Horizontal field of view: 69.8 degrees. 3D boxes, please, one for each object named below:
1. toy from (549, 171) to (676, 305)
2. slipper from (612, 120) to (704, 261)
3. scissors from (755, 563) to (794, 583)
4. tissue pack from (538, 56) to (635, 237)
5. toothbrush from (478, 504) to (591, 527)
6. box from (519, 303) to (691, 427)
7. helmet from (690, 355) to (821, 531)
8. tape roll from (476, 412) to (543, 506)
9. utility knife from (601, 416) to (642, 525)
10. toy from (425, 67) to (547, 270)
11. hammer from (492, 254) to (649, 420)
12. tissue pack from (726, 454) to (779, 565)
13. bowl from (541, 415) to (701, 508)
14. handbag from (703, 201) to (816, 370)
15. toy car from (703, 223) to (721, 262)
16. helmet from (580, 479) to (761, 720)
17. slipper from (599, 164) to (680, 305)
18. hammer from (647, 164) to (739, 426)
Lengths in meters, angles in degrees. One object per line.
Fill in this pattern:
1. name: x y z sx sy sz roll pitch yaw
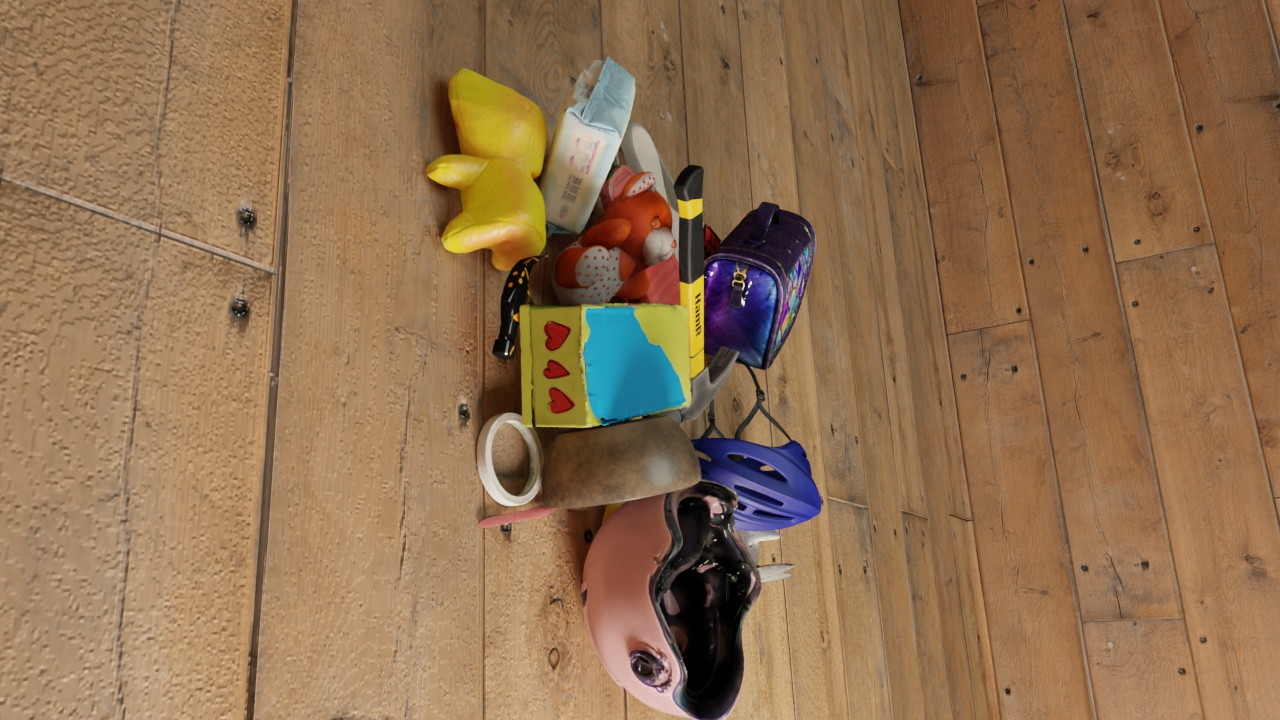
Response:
1. toy: -0.022 -0.120 1.042 0.172 0.093 0.164 -50 156 -16
2. slipper: 0.037 -0.201 1.248 0.112 0.081 0.266 -29 105 -63
3. scissors: 0.143 0.306 1.255 0.227 0.016 0.134 21 85 -46
4. tissue pack: -0.066 -0.230 1.017 0.070 0.182 0.111 20 48 -8
5. toothbrush: -0.103 0.155 0.941 0.184 0.016 0.015 1 86 -59
6. box: -0.032 0.000 0.943 0.220 0.082 0.124 -9 97 -59
7. helmet: 0.141 0.112 1.220 0.241 0.148 0.227 16 67 -22
8. tape roll: -0.129 0.098 0.916 0.093 0.013 0.093 28 57 -54
9. utility knife: -0.012 0.097 1.064 0.030 0.019 0.218 33 72 -64
10. toy: -0.142 -0.194 0.925 0.134 0.088 0.193 24 60 -51
11. hammer: -0.062 -0.002 1.000 0.320 0.036 0.123 46 52 -56
12. tissue pack: 0.152 0.215 1.323 0.104 0.071 0.181 52 35 -38
13. bowl: -0.023 0.100 0.933 0.162 0.162 0.070 -6 86 -61
14. handbag: 0.168 -0.120 1.327 0.204 0.125 0.222 -49 151 -54
15. toy car: 0.081 -0.179 1.350 0.100 0.049 0.051 42 45 -47
16. helmet: 0.026 0.261 0.990 0.229 0.153 0.255 -39 116 -61
17. slipper: -0.005 -0.125 1.164 0.103 0.059 0.249 -47 123 -49
18. hammer: 0.063 -0.073 1.078 0.169 0.034 0.325 -39 138 -41
